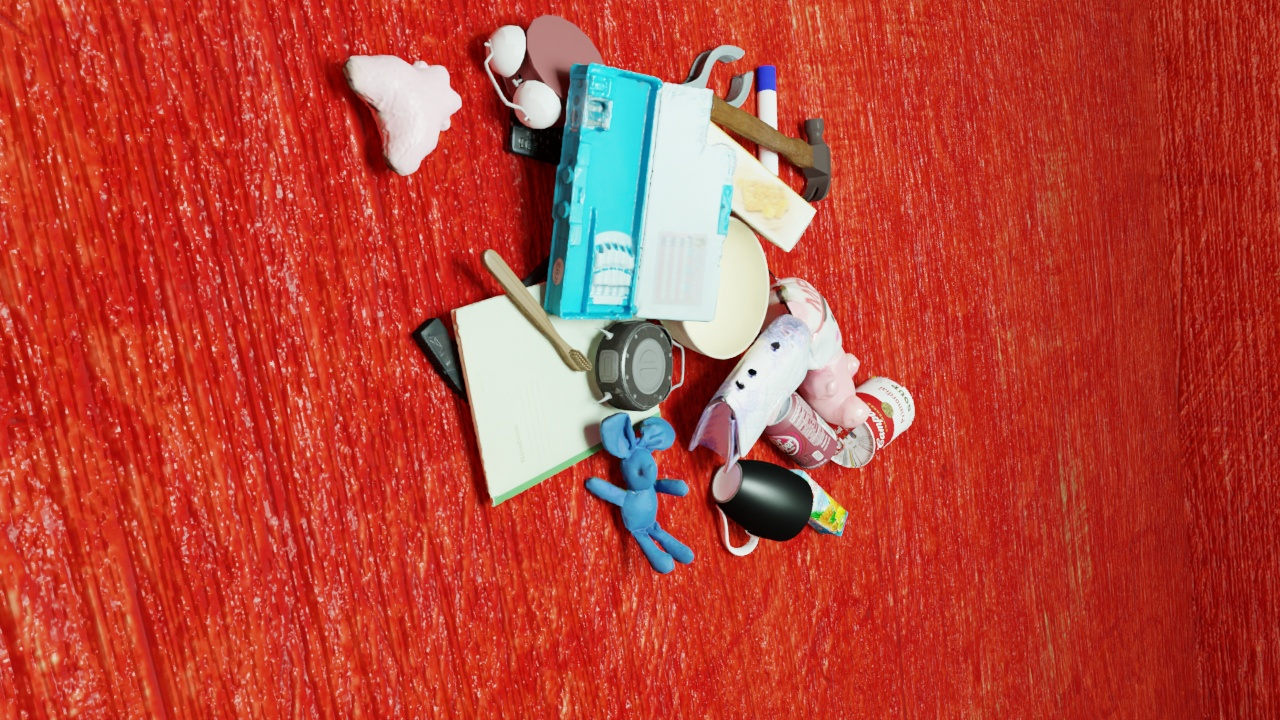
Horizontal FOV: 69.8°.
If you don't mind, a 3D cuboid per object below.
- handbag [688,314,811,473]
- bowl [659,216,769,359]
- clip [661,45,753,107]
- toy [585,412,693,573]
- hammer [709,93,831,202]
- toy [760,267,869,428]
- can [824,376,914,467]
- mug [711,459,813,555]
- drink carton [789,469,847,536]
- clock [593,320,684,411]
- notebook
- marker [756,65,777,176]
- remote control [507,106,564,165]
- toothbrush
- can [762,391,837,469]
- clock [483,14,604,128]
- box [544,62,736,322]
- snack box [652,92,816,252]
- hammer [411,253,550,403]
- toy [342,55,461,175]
[{"bbox_3d":[0.126,0.037,1.019,0.158,0.069,0.127,-46,163,-34],"label":"handbag"},{"bbox_3d":[0.065,-0.079,0.995,0.150,0.075,0.151,-6,98,-44],"label":"bowl"},{"bbox_3d":[0.069,-0.322,1.045,0.162,0.028,0.107,-50,121,-35],"label":"clip"},{"bbox_3d":[0.008,0.127,0.939,0.112,0.071,0.176,-22,101,-42],"label":"toy"},{"bbox_3d":[0.153,-0.259,1.077,0.322,0.033,0.115,3,85,-57],"label":"hammer"},{"bbox_3d":[0.209,-0.018,1.131,0.213,0.084,0.141,54,24,-33],"label":"toy"},{"bbox_3d":[0.303,0.081,1.236,0.116,0.087,0.087,-29,109,-42],"label":"can"},{"bbox_3d":[0.127,0.171,1.066,0.100,0.085,0.119,26,100,-30],"label":"mug"},{"bbox_3d":[0.221,0.183,1.182,0.129,0.039,0.044,42,60,-38],"label":"drink carton"},{"bbox_3d":[-0.005,0.005,0.924,0.122,0.044,0.091,0,91,-53],"label":"clock"},{"bbox_3d":[-0.069,0.010,0.889,0.251,0.010,0.182,-23,110,-48],"label":"notebook"},{"bbox_3d":[0.158,-0.295,1.138,0.027,0.023,0.133,-2,91,-68],"label":"marker"},{"bbox_3d":[-0.070,-0.209,0.902,0.150,0.022,0.047,7,85,-44],"label":"remote control"},{"bbox_3d":[-0.093,-0.042,0.836,0.167,0.016,0.016,51,55,-38],"label":"toothbrush"},{"bbox_3d":[0.193,0.085,1.136,0.114,0.063,0.063,41,61,-38],"label":"can"},{"bbox_3d":[-0.088,-0.264,0.846,0.137,0.048,0.096,-31,94,-46],"label":"clock"},{"bbox_3d":[0.002,-0.151,0.870,0.185,0.056,0.227,0,104,-33],"label":"box"},{"bbox_3d":[0.086,-0.202,0.983,0.207,0.104,0.057,29,99,-36],"label":"snack box"},{"bbox_3d":[-0.086,-0.088,0.887,0.323,0.015,0.095,-51,124,-35],"label":"hammer"},{"bbox_3d":[-0.188,-0.211,0.754,0.095,0.053,0.099,-42,117,-41],"label":"toy"}]
